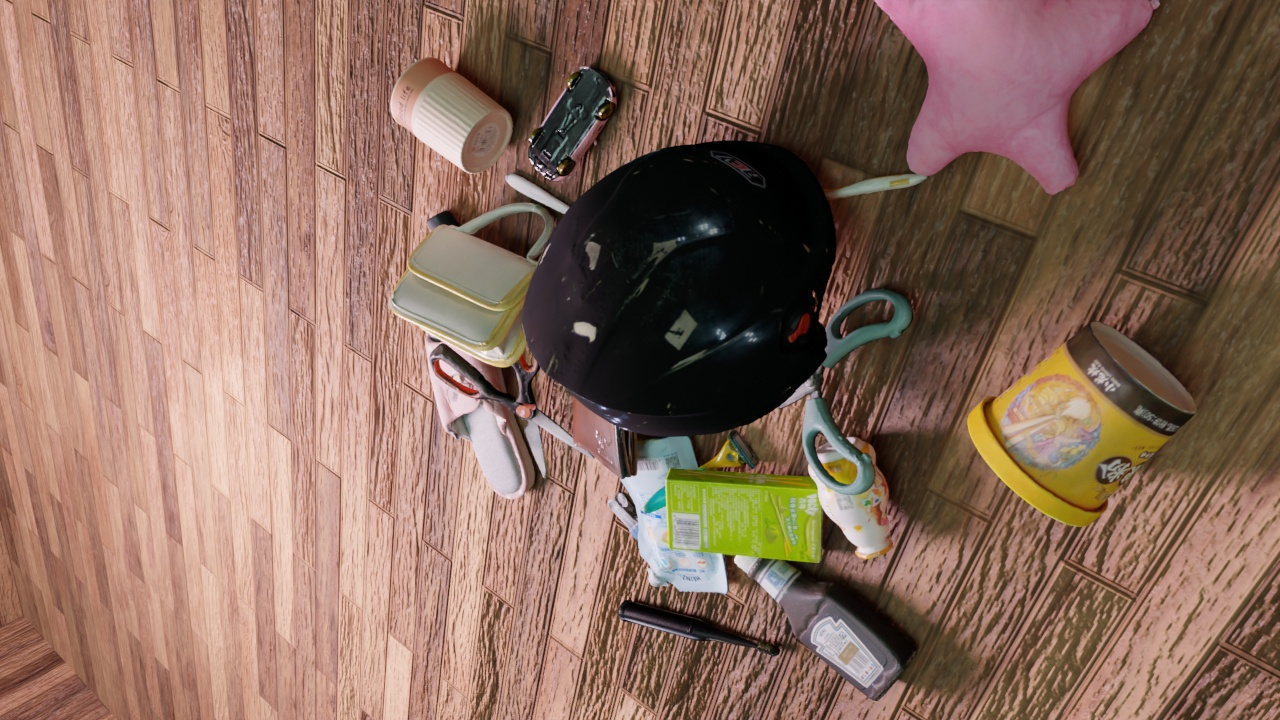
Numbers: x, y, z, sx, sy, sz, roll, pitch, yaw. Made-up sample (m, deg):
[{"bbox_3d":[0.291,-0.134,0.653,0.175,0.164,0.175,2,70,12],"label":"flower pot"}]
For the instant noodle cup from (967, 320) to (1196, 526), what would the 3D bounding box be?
[{"bbox_3d":[0.328,0.042,0.680,0.118,0.118,0.115,44,121,14],"label":"instant noodle cup"}]

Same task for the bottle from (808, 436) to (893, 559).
[{"bbox_3d":[0.199,0.127,0.848,0.063,0.063,0.108,-16,98,41],"label":"bottle"}]

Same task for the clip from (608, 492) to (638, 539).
[{"bbox_3d":[-0.014,0.181,1.072,0.058,0.036,0.026,46,132,9],"label":"clip"}]

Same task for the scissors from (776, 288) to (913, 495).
[{"bbox_3d":[0.185,0.021,0.801,0.170,0.019,0.171,-50,45,34],"label":"scissors"}]

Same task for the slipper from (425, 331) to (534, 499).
[{"bbox_3d":[-0.210,0.051,1.144,0.114,0.054,0.274,-10,103,41],"label":"slipper"}]

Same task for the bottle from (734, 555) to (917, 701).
[{"bbox_3d":[0.181,0.255,0.933,0.195,0.043,0.080,38,128,20],"label":"bottle"}]

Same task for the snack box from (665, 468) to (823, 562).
[{"bbox_3d":[0.104,0.155,0.925,0.156,0.026,0.086,2,113,15],"label":"snack box"}]

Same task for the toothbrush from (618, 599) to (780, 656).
[{"bbox_3d":[0.064,0.311,1.060,0.213,0.026,0.027,3,150,37],"label":"toothbrush"}]

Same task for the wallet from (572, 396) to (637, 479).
[{"bbox_3d":[-0.042,0.064,0.999,0.124,0.032,0.101,27,123,58],"label":"wallet"}]

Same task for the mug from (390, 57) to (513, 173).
[{"bbox_3d":[-0.201,-0.252,0.994,0.106,0.081,0.115,38,155,18],"label":"mug"}]

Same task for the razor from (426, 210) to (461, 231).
[{"bbox_3d":[-0.197,-0.107,1.072,0.167,0.062,0.068,54,163,13],"label":"razor"}]

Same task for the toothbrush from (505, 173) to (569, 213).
[{"bbox_3d":[-0.079,-0.158,0.973,0.180,0.016,0.016,33,115,24],"label":"toothbrush"}]

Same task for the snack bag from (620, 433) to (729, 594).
[{"bbox_3d":[0.032,0.170,1.015,0.110,0.038,0.191,-11,101,29],"label":"snack bag"}]

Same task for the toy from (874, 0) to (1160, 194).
[{"bbox_3d":[0.265,-0.209,0.644,0.179,0.074,0.195,-10,107,30],"label":"toy"}]

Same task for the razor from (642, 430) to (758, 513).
[{"bbox_3d":[0.057,0.123,0.956,0.133,0.028,0.043,-35,96,16],"label":"razor"}]

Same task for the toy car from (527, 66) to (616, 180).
[{"bbox_3d":[-0.067,-0.235,0.918,0.056,0.037,0.123,46,118,10],"label":"toy car"}]

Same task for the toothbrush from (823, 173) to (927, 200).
[{"bbox_3d":[0.155,-0.147,0.795,0.192,0.016,0.018,-3,99,40],"label":"toothbrush"}]

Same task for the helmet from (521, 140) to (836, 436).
[{"bbox_3d":[0.031,-0.063,0.777,0.233,0.229,0.275,41,114,26],"label":"helmet"}]

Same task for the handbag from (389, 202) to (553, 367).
[{"bbox_3d":[-0.173,-0.100,0.994,0.163,0.063,0.178,24,85,27],"label":"handbag"}]

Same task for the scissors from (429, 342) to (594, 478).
[{"bbox_3d":[-0.144,0.039,1.060,0.221,0.021,0.228,22,126,4],"label":"scissors"}]
